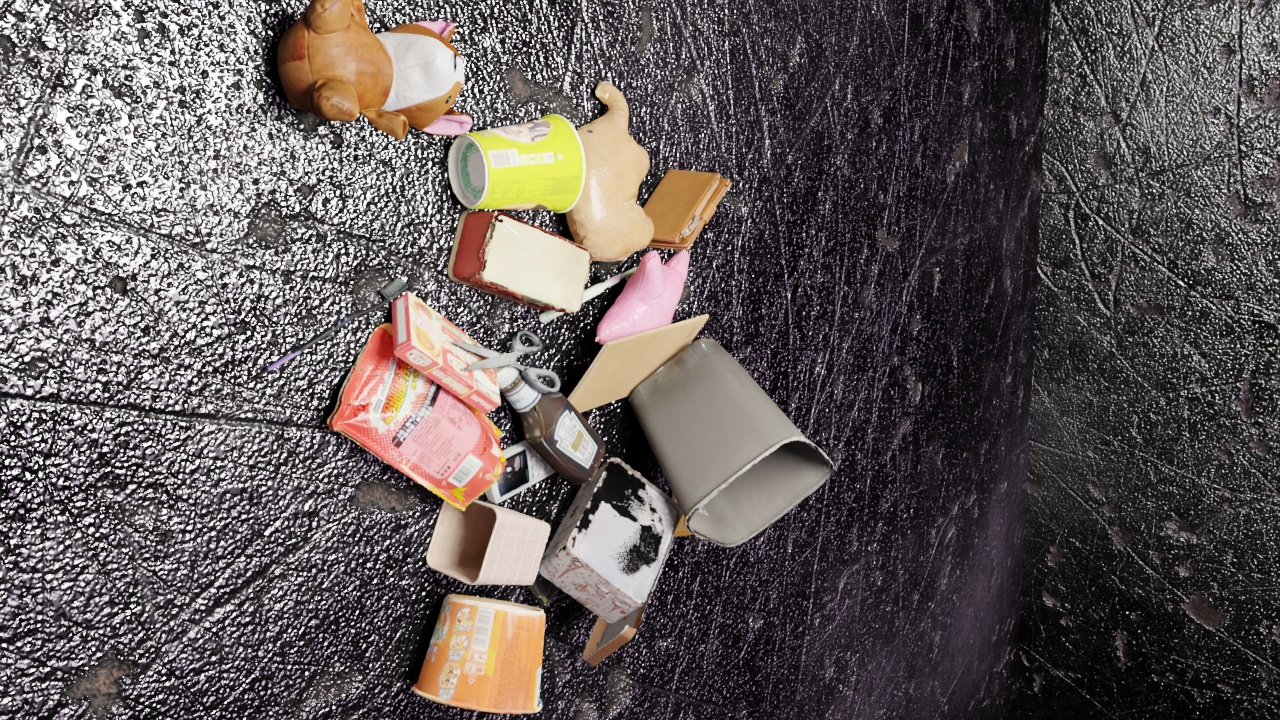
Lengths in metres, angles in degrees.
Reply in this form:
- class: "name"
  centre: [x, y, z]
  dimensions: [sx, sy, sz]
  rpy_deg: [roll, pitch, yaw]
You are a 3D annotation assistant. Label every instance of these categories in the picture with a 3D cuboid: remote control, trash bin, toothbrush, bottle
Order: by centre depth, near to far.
- class: "toothbrush"
  centre: [-0.308, -0.035, 0.924]
  dimensions: [0.188, 0.014, 0.017]
  rpy_deg: [-41, 120, -38]
- class: "bottle"
  centre: [-0.118, 0.071, 1.138]
  dimensions: [0.195, 0.044, 0.079]
  rpy_deg: [51, 42, -32]
- class: "remote control"
  centre: [-0.139, 0.128, 1.166]
  dimensions: [0.149, 0.021, 0.058]
  rpy_deg: [-26, 118, -46]
- class: "toothbrush"
  centre: [-0.064, -0.087, 1.209]
  dimensions: [0.189, 0.029, 0.020]
  rpy_deg: [-30, 79, -42]
- class: "trash bin"
  centre: [0.113, 0.109, 1.274]
  dimensions: [0.199, 0.219, 0.199]
  rpy_deg: [-40, 146, 9]

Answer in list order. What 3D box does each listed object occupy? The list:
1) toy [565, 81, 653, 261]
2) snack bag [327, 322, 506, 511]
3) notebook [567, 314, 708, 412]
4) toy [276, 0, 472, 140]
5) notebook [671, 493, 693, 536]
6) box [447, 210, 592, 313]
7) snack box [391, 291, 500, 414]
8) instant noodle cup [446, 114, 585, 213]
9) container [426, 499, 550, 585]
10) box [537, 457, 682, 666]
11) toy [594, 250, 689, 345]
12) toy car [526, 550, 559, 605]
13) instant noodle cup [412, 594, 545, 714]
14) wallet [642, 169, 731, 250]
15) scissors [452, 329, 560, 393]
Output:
- class: "toy"
  centre: [-0.044, -0.237, 1.156]
  dimensions: [0.143, 0.083, 0.226]
  rpy_deg: [-17, 107, -48]
- class: "snack bag"
  centre: [-0.237, 0.069, 1.002]
  dimensions: [0.208, 0.073, 0.128]
  rpy_deg: [46, 56, -37]
- class: "notebook"
  centre: [-0.007, 0.007, 1.234]
  dimensions: [0.210, 0.012, 0.150]
  rpy_deg: [-17, 151, -48]
- class: "toy"
  centre: [-0.238, -0.280, 0.875]
  dimensions: [0.199, 0.131, 0.140]
  rpy_deg: [-11, 101, -59]
- class: "notebook"
  centre: [0.116, 0.214, 1.510]
  dimensions: [0.206, 0.010, 0.146]
  rpy_deg: [7, 93, -52]
- class: "box"
  centre: [-0.132, -0.110, 1.072]
  dimensions: [0.168, 0.077, 0.091]
  rpy_deg: [17, 84, -51]
- class: "snack box"
  centre: [-0.211, -0.006, 1.007]
  dimensions: [0.153, 0.025, 0.075]
  rpy_deg: [43, 26, -48]
- class: "instant noodle cup"
  centre: [-0.143, -0.214, 1.020]
  dimensions: [0.123, 0.112, 0.112]
  rpy_deg: [-15, 110, -39]
- class: "container"
  centre: [-0.176, 0.217, 1.090]
  dimensions: [0.111, 0.090, 0.090]
  rpy_deg: [26, 78, -54]
- class: "box"
  centre: [-0.055, 0.265, 1.230]
  dimensions: [0.158, 0.206, 0.180]
  rpy_deg: [34, 44, -7]
- class: "toy"
  centre: [0.001, -0.069, 1.227]
  dimensions: [0.178, 0.074, 0.195]
  rpy_deg: [-35, 151, -44]
- class: "toy car"
  centre: [-0.134, 0.280, 1.197]
  dimensions: [0.042, 0.035, 0.090]
  rpy_deg: [-47, 130, -32]
- class: "instant noodle cup"
  centre: [-0.180, 0.340, 1.074]
  dimensions: [0.151, 0.152, 0.111]
  rpy_deg: [24, 71, -51]
- class: "wallet"
  centre: [0.051, -0.207, 1.251]
  dimensions: [0.131, 0.108, 0.031]
  rpy_deg: [-59, 140, -24]
- class: "scissors"
  centre: [-0.150, 0.001, 1.069]
  dimensions: [0.165, 0.014, 0.163]
  rpy_deg: [47, 24, -23]
